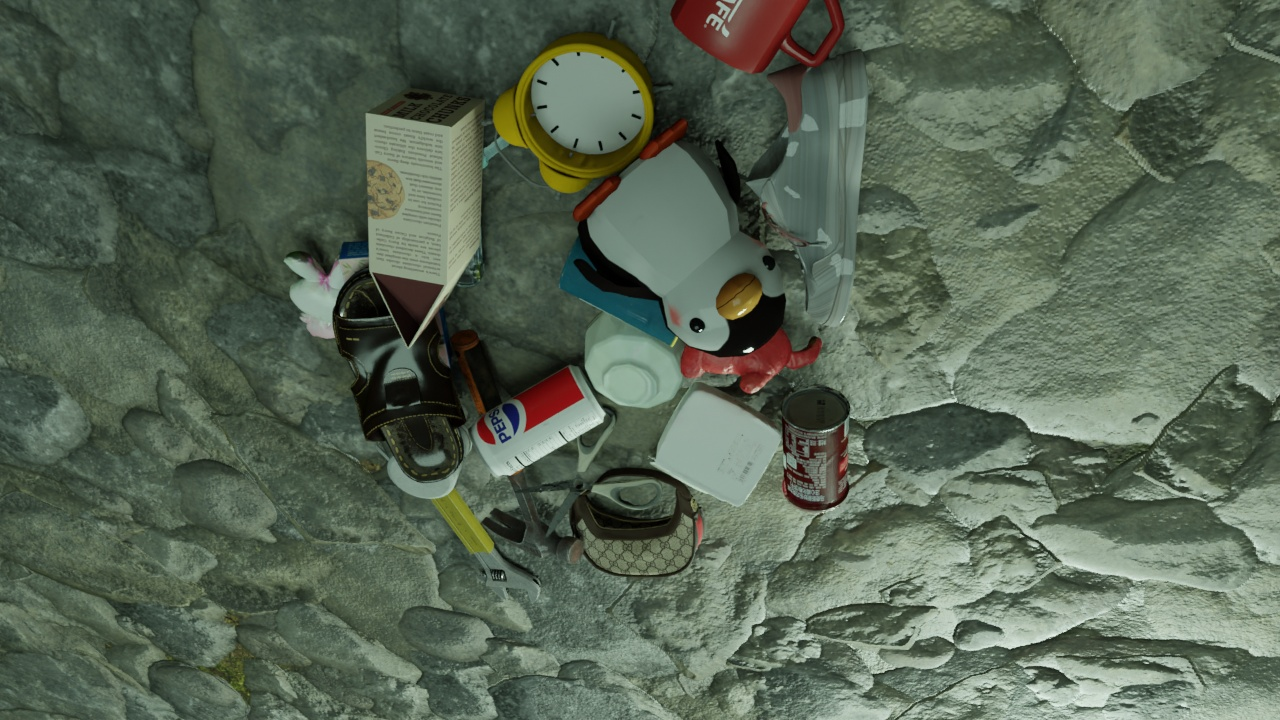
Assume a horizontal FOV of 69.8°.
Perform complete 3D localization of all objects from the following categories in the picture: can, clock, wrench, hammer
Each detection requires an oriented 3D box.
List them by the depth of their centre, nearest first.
[{"bbox_3d":[-0.055,-0.204,0.767,0.152,0.051,0.113,-32,117,28],"label":"clock"},{"bbox_3d":[-0.108,0.064,0.965,0.132,0.070,0.070,-30,123,0],"label":"can"},{"bbox_3d":[-0.163,0.102,1.056,0.138,0.034,0.315,9,129,33],"label":"hammer"},{"bbox_3d":[-0.213,0.234,1.203,0.084,0.018,0.273,-10,127,21],"label":"wrench"}]

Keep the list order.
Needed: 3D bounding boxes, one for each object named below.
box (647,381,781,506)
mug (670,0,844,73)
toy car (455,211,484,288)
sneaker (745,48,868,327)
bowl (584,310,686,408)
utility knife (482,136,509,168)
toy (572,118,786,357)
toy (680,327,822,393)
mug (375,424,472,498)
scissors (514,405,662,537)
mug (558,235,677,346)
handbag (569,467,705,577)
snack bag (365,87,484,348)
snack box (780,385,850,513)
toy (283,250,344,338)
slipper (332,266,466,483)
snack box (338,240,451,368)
[{"bbox_3d":[0.069,0.103,0.996,0.107,0.132,0.152,28,101,-1],"label":"box"},{"bbox_3d":[0.095,-0.264,0.656,0.116,0.080,0.097,31,130,-5],"label":"mug"},{"bbox_3d":[-0.171,-0.113,0.885,0.039,0.027,0.090,6,121,4],"label":"toy car"},{"bbox_3d":[0.133,-0.134,0.755,0.089,0.099,0.236,3,124,10],"label":"sneaker"},{"bbox_3d":[-0.006,0.005,0.929,0.117,0.061,0.118,7,132,8],"label":"bowl"},{"bbox_3d":[-0.166,-0.173,0.845,0.141,0.015,0.022,-28,112,28],"label":"utility knife"},{"bbox_3d":[0.043,-0.084,0.776,0.159,0.140,0.184,-41,93,-6],"label":"toy"},{"bbox_3d":[0.107,-0.024,0.868,0.133,0.088,0.094,7,120,5],"label":"toy"},{"bbox_3d":[-0.260,0.110,1.073,0.113,0.070,0.084,3,131,8],"label":"mug"},{"bbox_3d":[-0.055,0.127,1.024,0.171,0.012,0.157,6,97,0],"label":"scissors"},{"bbox_3d":[-0.010,-0.071,0.858,0.121,0.078,0.078,22,132,0],"label":"mug"},{"bbox_3d":[-0.009,0.190,1.101,0.167,0.063,0.138,-4,112,22],"label":"handbag"},{"bbox_3d":[-0.188,-0.122,0.810,0.070,0.094,0.207,10,120,4],"label":"snack bag"},{"bbox_3d":[0.182,0.093,0.955,0.072,0.072,0.121,1,130,12],"label":"snack box"},{"bbox_3d":[-0.328,-0.069,0.955,0.079,0.038,0.123,10,133,-12],"label":"toy"},{"bbox_3d":[-0.239,0.028,0.926,0.113,0.075,0.268,-8,124,-2],"label":"slipper"},{"bbox_3d":[-0.247,-0.053,0.939,0.088,0.033,0.154,-5,131,-5],"label":"snack box"}]
